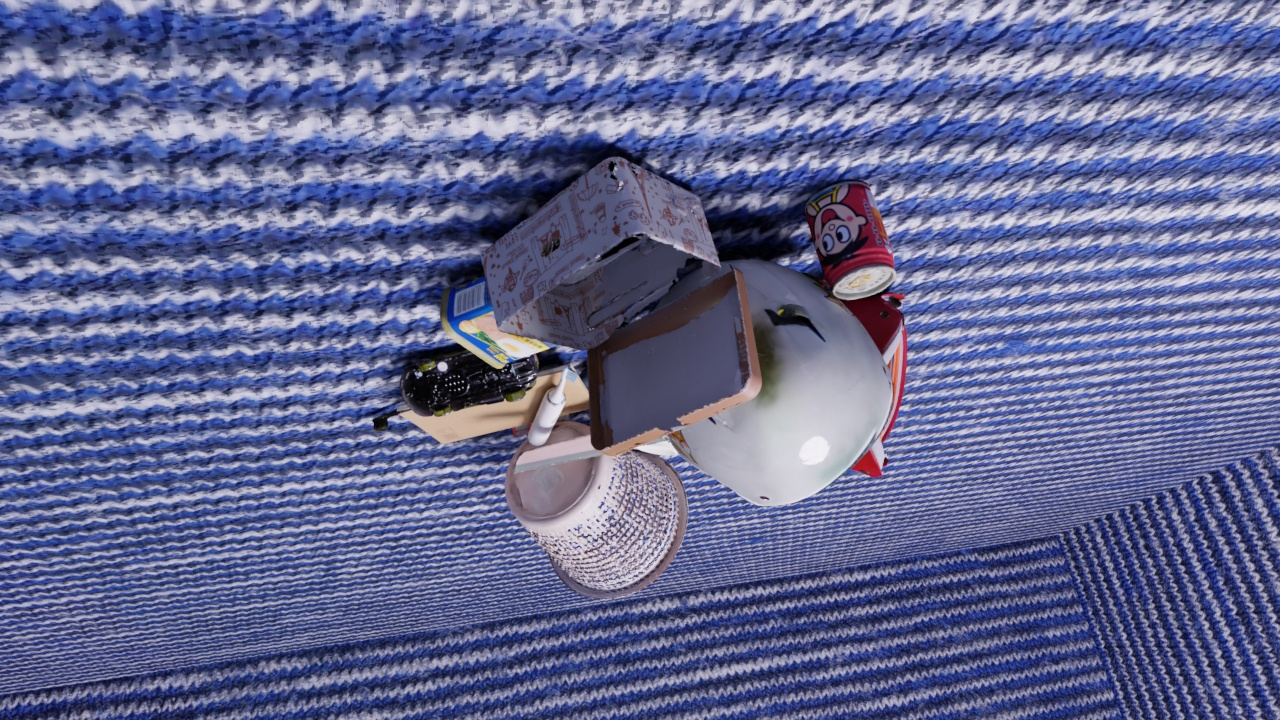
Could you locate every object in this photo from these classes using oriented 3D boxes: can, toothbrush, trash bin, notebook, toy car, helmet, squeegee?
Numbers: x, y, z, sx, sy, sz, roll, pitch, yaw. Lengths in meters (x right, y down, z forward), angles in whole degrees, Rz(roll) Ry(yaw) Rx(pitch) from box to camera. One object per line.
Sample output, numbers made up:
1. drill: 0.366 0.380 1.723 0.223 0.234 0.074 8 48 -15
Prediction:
1. can: 0.198 -0.112 0.862 0.066 0.093 0.067 -10 157 -4
2. can: -0.130 -0.043 0.897 0.083 0.057 0.102 -18 146 25
3. toothbrush: -0.247 0.044 1.107 0.213 0.027 0.026 -23 159 26
4. trash bin: -0.074 0.188 1.248 0.228 0.227 0.192 -19 143 18
5. notebook: -0.169 0.058 1.125 0.211 0.012 0.149 -14 158 5
6. toothbrush: -0.107 0.055 1.101 0.026 0.026 0.222 29 151 -2
7. toy car: -0.192 0.018 1.030 0.158 0.070 0.042 -12 -161 4
8. helmet: 0.237 0.020 1.086 0.144 0.207 0.239 7 -169 20
9. helmet: 0.100 -0.003 0.882 0.230 0.274 0.157 -41 144 1
10. squeegee: -0.018 0.023 1.079 0.247 0.040 0.250 -9 142 -26

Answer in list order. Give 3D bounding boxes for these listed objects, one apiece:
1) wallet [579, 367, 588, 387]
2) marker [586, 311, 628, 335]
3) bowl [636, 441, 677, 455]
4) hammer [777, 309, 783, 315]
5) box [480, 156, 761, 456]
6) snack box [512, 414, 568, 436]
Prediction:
1. wallet: -0.007 0.007 1.121 0.090 0.033 0.116 18 142 -33
2. marker: -0.057 -0.046 0.991 0.020 0.022 0.132 -33 150 28
3. bowl: 0.026 0.091 1.249 0.116 0.066 0.116 10 163 3
4. hammer: 0.155 -0.004 1.177 0.126 0.031 0.323 -13 157 2
5. box: -0.017 -0.030 0.792 0.184 0.193 0.156 -30 152 33
6. snack box: -0.132 0.057 1.192 0.077 0.027 0.156 -8 157 -8
